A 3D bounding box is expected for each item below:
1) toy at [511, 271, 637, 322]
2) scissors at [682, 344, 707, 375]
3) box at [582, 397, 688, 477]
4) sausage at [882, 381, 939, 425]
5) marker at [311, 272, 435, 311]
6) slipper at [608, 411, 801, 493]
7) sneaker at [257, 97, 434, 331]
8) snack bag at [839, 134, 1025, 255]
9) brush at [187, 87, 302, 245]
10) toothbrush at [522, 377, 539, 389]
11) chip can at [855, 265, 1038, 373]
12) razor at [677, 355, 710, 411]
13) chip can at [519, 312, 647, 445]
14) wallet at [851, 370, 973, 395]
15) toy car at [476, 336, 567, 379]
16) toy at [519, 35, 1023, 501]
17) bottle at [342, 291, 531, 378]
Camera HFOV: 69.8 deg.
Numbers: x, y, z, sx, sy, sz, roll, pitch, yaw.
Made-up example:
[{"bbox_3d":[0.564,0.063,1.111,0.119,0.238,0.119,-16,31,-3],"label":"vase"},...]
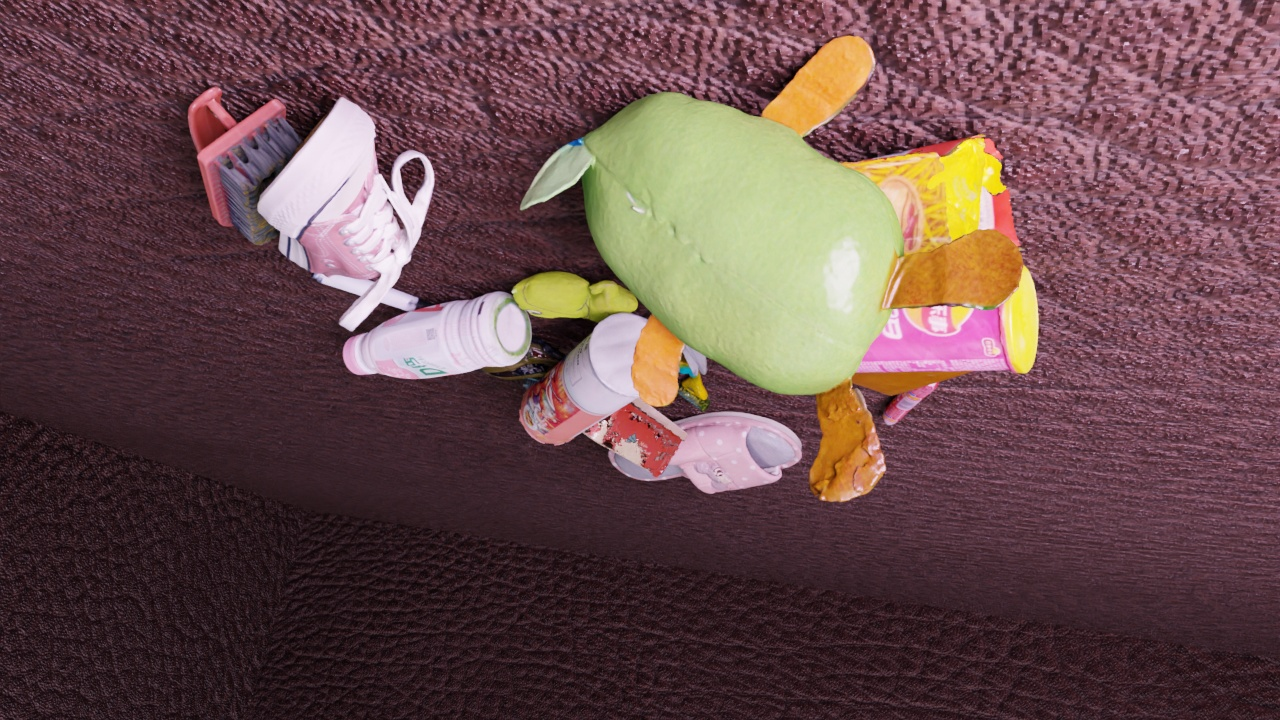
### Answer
[{"bbox_3d":[-0.058,-0.053,0.771,0.100,0.031,0.097,15,158,-23],"label":"toy"},{"bbox_3d":[0.048,-0.035,0.738,0.137,0.021,0.235,-4,151,33],"label":"scissors"},{"bbox_3d":[-0.026,0.075,1.018,0.091,0.079,0.168,30,175,34],"label":"box"},{"bbox_3d":[0.255,0.037,0.875,0.020,0.020,0.156,10,162,3],"label":"sausage"},{"bbox_3d":[-0.247,-0.062,0.875,0.130,0.018,0.023,19,123,-26],"label":"marker"},{"bbox_3d":[0.069,0.121,1.124,0.275,0.054,0.114,-10,134,38],"label":"slipper"},{"bbox_3d":[-0.190,-0.093,0.610,0.088,0.118,0.241,34,163,-12],"label":"sneaker"},{"bbox_3d":[0.107,-0.084,0.546,0.208,0.073,0.128,3,162,46],"label":"snack bag"},{"bbox_3d":[-0.273,-0.130,0.630,0.069,0.063,0.146,46,157,-6],"label":"brush"},{"bbox_3d":[-0.052,0.050,1.103,0.191,0.018,0.016,18,161,-19],"label":"toothbrush"},{"bbox_3d":[0.165,-0.025,0.657,0.211,0.071,0.071,-1,159,35],"label":"chip can"},{"bbox_3d":[0.047,0.016,0.922,0.043,0.028,0.132,39,173,20],"label":"razor"},{"bbox_3d":[-0.048,0.024,0.835,0.071,0.071,0.215,17,158,-18],"label":"chip can"},{"bbox_3d":[0.208,-0.004,0.752,0.119,0.035,0.131,18,159,-21],"label":"wallet"},{"bbox_3d":[-0.144,-0.004,0.959,0.158,0.042,0.070,0,159,38],"label":"toy car"},{"bbox_3d":[0.057,-0.057,0.474,0.247,0.227,0.089,41,-154,22],"label":"toy"},{"bbox_3d":[-0.199,-0.018,0.867,0.197,0.068,0.068,-8,155,29],"label":"bottle"}]
